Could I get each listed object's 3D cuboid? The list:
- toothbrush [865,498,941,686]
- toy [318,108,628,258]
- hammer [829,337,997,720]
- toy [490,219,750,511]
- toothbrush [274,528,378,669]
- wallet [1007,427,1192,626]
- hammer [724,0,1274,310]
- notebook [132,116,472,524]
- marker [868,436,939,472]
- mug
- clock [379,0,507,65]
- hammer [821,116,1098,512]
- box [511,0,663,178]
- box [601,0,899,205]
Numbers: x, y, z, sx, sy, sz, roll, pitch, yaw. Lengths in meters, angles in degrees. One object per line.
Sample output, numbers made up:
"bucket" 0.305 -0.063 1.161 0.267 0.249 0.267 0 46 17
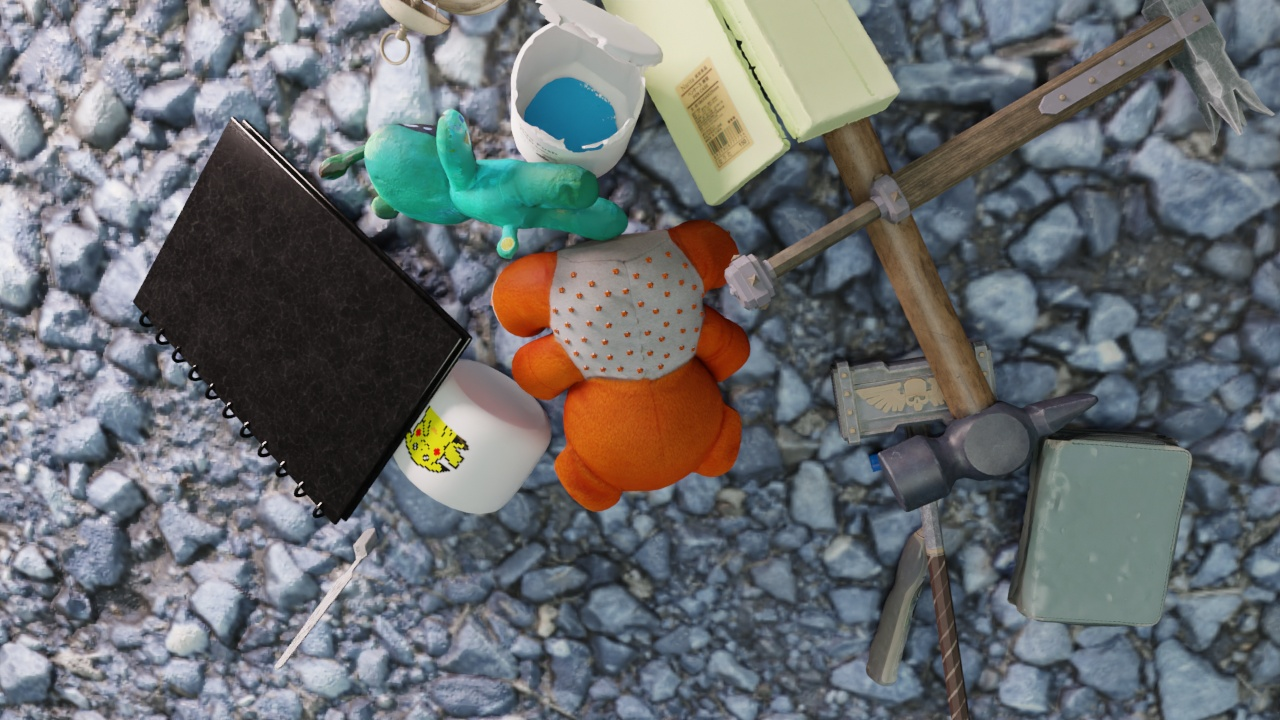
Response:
"toothbrush" 0.194 0.149 0.652 0.024 0.022 0.186 18 109 21
"toy" -0.104 -0.101 0.556 0.193 0.130 0.072 13 78 25
"hammer" 0.199 0.152 0.607 0.098 0.044 0.322 -9 94 9
"toy" -0.004 0.003 0.595 0.163 0.093 0.172 -13 104 -11
"toothbrush" -0.208 0.154 0.617 0.010 0.181 0.010 -10 102 4
"wallet" 0.303 0.109 0.612 0.100 0.054 0.132 4 106 -4
"hammer" 0.185 -0.122 0.521 0.317 0.028 0.147 -31 91 -3
"notebook" -0.236 -0.024 0.611 0.231 0.019 0.169 42 108 15
"marker" 0.226 0.050 0.624 0.142 0.013 0.013 -18 104 11
"mug" -0.120 0.042 0.622 0.115 0.094 0.068 41 107 17
"clock" -0.123 -0.241 0.546 0.093 0.054 0.141 36 109 8
"hammer" 0.153 -0.079 0.552 0.129 0.040 0.321 -25 91 6
"box" -0.034 -0.156 0.518 0.081 0.160 0.091 37 88 -6
"box" 0.048 -0.199 0.520 0.134 0.061 0.188 -27 83 18
